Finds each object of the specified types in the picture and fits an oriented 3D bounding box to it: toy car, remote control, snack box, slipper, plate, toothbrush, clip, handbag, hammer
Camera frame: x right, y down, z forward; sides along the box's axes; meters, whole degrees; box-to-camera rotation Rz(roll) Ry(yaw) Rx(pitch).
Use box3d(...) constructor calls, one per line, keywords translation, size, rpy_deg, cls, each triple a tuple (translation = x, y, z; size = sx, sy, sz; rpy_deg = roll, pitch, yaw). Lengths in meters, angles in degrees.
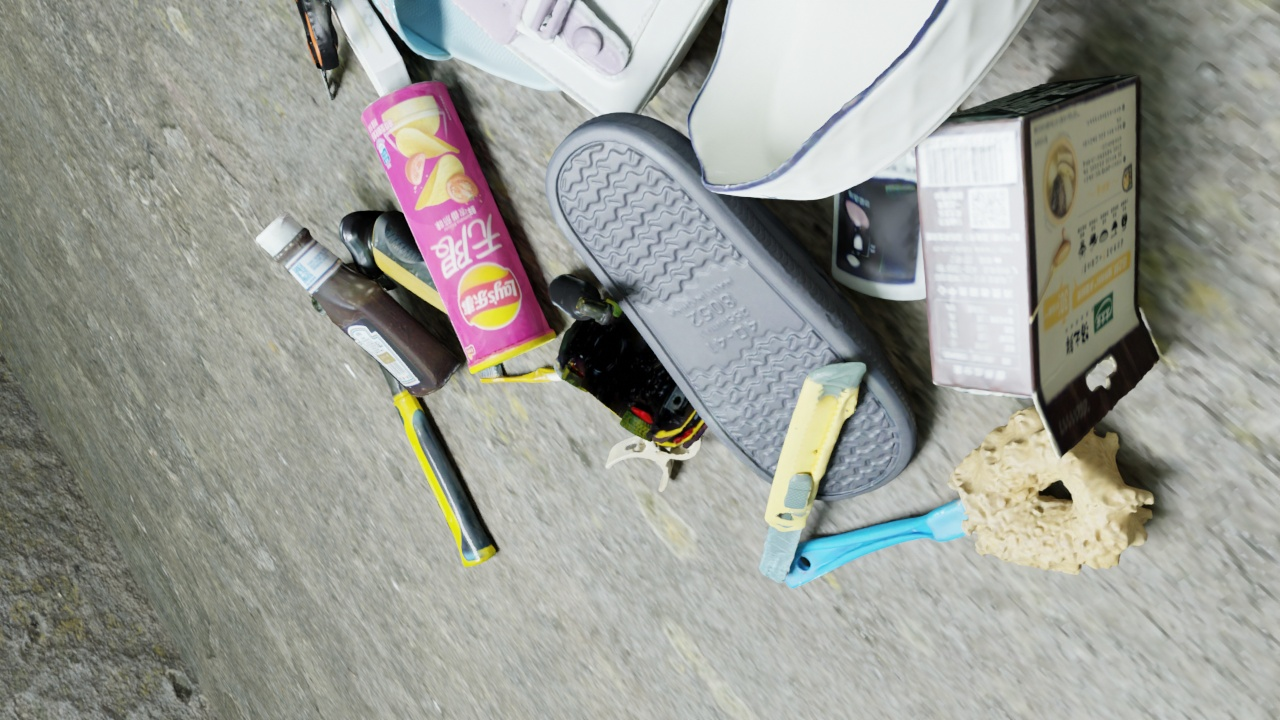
box3d(translation=(-0.004, 0.003, 0.604), size=(0.156, 0.041, 0.071), rpy_deg=(30, 92, 52), cls="toy car")
box3d(translation=(0.124, -0.103, 0.452), size=(0.058, 0.021, 0.150), rpy_deg=(19, 122, 41), cls="remote control")
box3d(translation=(-0.223, -0.271, 0.702), size=(0.157, 0.027, 0.085), rpy_deg=(59, 172, 5), cls="snack box")
box3d(translation=(0.163, -0.043, 0.368), size=(0.053, 0.113, 0.126), rpy_deg=(10, 116, 45), cls="snack box")
box3d(translation=(-0.128, -0.246, 0.607), size=(0.245, 0.074, 0.104), rpy_deg=(36, 133, 28), cls="slipper")
box3d(translation=(0.091, -0.151, 0.359), size=(0.045, 0.204, 0.205), rpy_deg=(23, 144, -21), cls="plate")
box3d(translation=(-0.037, -0.037, 0.567), size=(0.212, 0.027, 0.026), rpy_deg=(-142, 75, -79), cls="toothbrush")
box3d(translation=(0.016, 0.057, 0.631), size=(0.071, 0.034, 0.100), rpy_deg=(25, 138, -12), cls="clip")
box3d(translation=(-0.011, -0.233, 0.442), size=(0.145, 0.098, 0.198), rpy_deg=(36, 136, -2), cls="handbag")
box3d(translation=(-0.075, 0.008, 0.728), size=(0.192, 0.016, 0.018), rpy_deg=(-5, 98, 49), cls="toothbrush")
box3d(translation=(-0.226, 0.053, 0.901), size=(0.126, 0.031, 0.323), rpy_deg=(-28, 88, 51), cls="hammer")
box3d(translation=(0.063, -0.034, 0.502), size=(0.111, 0.083, 0.268), rpy_deg=(-25, 116, 40), cls="slipper")

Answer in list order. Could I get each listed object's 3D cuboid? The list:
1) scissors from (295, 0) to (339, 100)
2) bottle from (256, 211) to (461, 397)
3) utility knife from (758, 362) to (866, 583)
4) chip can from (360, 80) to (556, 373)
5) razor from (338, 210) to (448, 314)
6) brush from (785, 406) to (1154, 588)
box3d(translation=(-0.254, -0.263, 0.718), size=(0.235, 0.021, 0.142), rpy_deg=(-142, 34, -62), cls="scissors")
box3d(translation=(-0.246, -0.047, 0.798), size=(0.195, 0.043, 0.080), rpy_deg=(46, 149, -20), cls="bottle")
box3d(translation=(0.091, 0.071, 0.523), size=(0.031, 0.021, 0.211), rpy_deg=(12, 142, 6), cls="utility knife")
box3d(translation=(-0.137, -0.100, 0.695), size=(0.072, 0.071, 0.210), rpy_deg=(-20, 94, 50), cls="chip can")
box3d(translation=(-0.185, -0.073, 0.777), size=(0.167, 0.062, 0.068), rpy_deg=(35, 114, 22), cls="razor")
box3d(translation=(0.158, 0.093, 0.509), size=(0.083, 0.045, 0.255), rpy_deg=(57, 143, 3), cls="brush")
